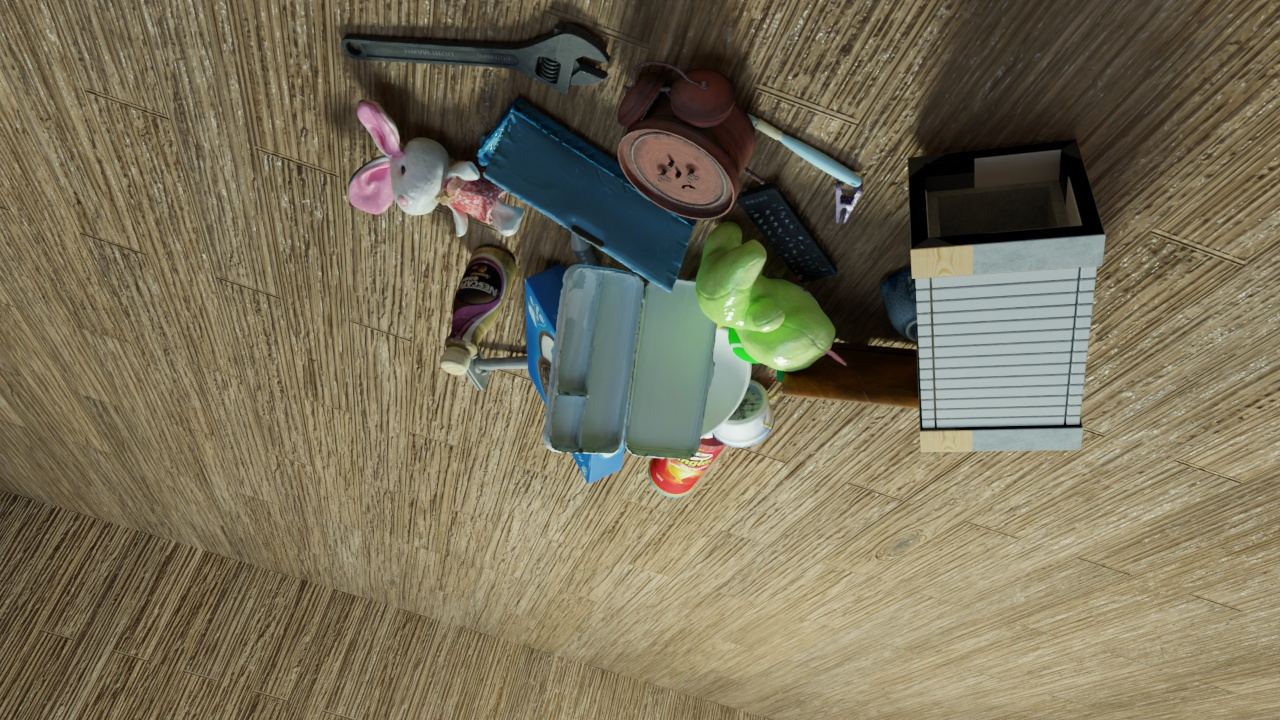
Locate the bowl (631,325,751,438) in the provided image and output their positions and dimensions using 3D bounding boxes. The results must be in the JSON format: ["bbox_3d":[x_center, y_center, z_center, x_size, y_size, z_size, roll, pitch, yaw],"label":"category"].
[{"bbox_3d":[0.051,0.018,1.163,0.176,0.176,0.066,46,180,-40],"label":"bowl"}]

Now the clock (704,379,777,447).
[{"bbox_3d":[0.120,0.069,1.243,0.125,0.088,0.052,1,141,18],"label":"clock"}]

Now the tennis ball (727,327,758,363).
[{"bbox_3d":[0.138,-0.029,1.100,0.065,0.065,0.065,11,149,7],"label":"tennis ball"}]

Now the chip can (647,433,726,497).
[{"bbox_3d":[0.074,0.130,1.364,0.087,0.086,0.214,18,150,-4],"label":"chip can"}]

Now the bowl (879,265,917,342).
[{"bbox_3d":[0.315,-0.053,0.998,0.110,0.055,0.110,11,149,6],"label":"bowl"}]

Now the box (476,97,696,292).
[{"bbox_3d":[-0.063,-0.153,0.947,0.231,0.111,0.094,30,145,-23],"label":"box"}]

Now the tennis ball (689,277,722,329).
[{"bbox_3d":[0.075,-0.066,1.069,0.065,0.065,0.065,11,149,7],"label":"tennis ball"}]

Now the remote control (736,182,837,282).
[{"bbox_3d":[0.157,-0.135,0.968,0.047,0.022,0.150,-10,143,34],"label":"remote control"}]

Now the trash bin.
[{"bbox_3d":[0.327,-0.051,0.848,0.143,0.142,0.247,-3,132,17],"label":"trash bin"}]

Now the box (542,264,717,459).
[{"bbox_3d":[-0.008,0.005,1.012,0.191,0.209,0.045,3,-172,-20],"label":"box"}]

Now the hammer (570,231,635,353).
[{"bbox_3d":[-0.035,-0.057,1.162,0.156,0.043,0.322,2,144,20],"label":"hammer"}]

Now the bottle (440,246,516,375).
[{"bbox_3d":[-0.199,-0.059,1.103,0.060,0.165,0.060,11,149,7],"label":"bottle"}]

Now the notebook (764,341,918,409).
[{"bbox_3d":[0.274,0.013,1.041,0.249,0.178,0.014,6,111,10],"label":"notebook"}]

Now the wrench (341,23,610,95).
[{"bbox_3d":[-0.159,-0.289,0.864,0.273,0.018,0.073,8,148,14],"label":"wrench"}]

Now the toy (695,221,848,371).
[{"bbox_3d":[0.134,-0.054,0.990,0.107,0.150,0.197,-38,117,5],"label":"toy"}]

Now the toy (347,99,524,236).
[{"bbox_3d":[-0.218,-0.189,0.984,0.194,0.084,0.160,23,142,-10],"label":"toy"}]

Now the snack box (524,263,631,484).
[{"bbox_3d":[-0.082,0.023,1.169,0.056,0.195,0.239,-23,154,-18],"label":"snack box"}]

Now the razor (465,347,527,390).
[{"bbox_3d":[-0.197,0.004,1.328,0.116,0.047,0.088,-3,145,14],"label":"razor"}]

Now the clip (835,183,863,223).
[{"bbox_3d":[0.210,-0.158,0.916,0.043,0.014,0.051,-6,140,27],"label":"clip"}]

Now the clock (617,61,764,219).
[{"bbox_3d":[0.041,-0.205,0.837,0.121,0.072,0.158,10,151,38],"label":"clock"}]

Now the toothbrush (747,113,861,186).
[{"bbox_3d":[0.145,-0.203,0.868,0.155,0.016,0.022,25,148,-15],"label":"toothbrush"}]
